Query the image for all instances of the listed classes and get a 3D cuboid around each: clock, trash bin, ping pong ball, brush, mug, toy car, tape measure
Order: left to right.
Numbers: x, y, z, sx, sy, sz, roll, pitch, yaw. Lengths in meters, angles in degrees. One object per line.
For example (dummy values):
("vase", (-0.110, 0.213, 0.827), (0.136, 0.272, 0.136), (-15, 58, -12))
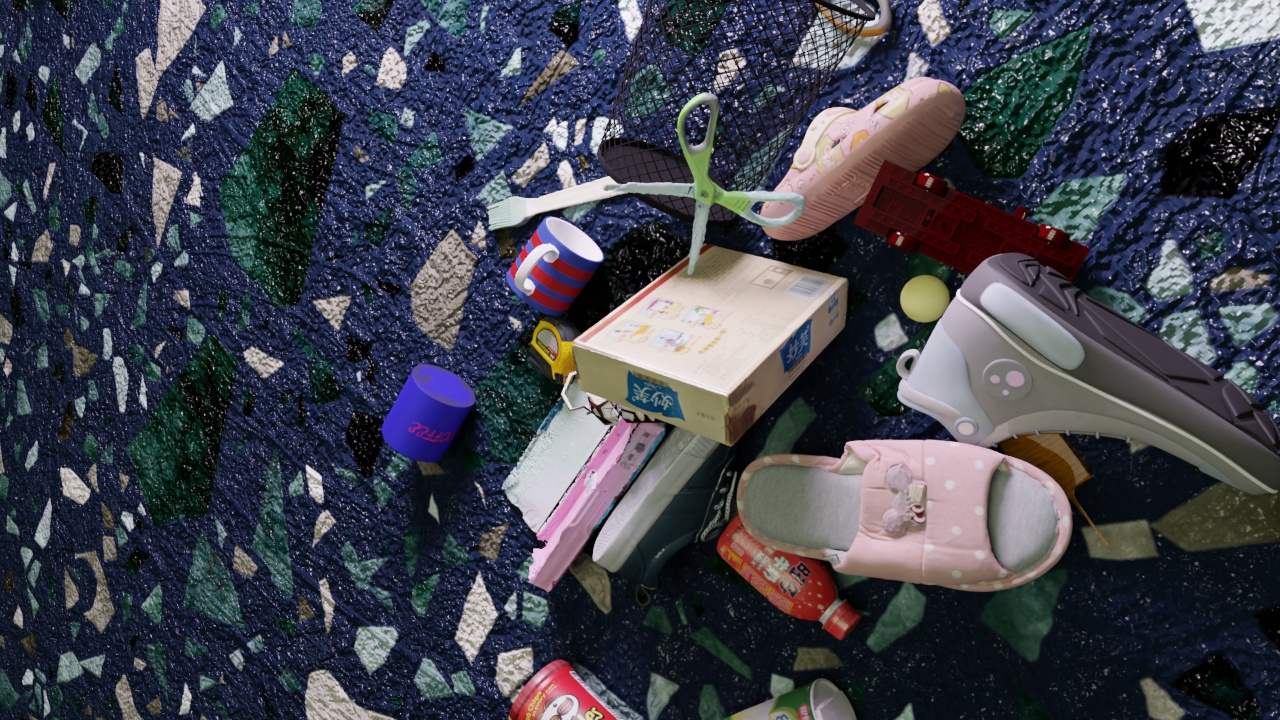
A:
("mug", (-0.252, 0.053, 1.079), (0.084, 0.079, 0.111), (-57, 35, 20))
("mug", (-0.097, -0.095, 0.950), (0.075, 0.111, 0.076), (42, 112, 9))
("tape measure", (-0.087, -0.014, 0.988), (0.065, 0.037, 0.064), (33, 113, 42))
("brush", (-0.082, -0.176, 0.999), (0.218, 0.012, 0.033), (-8, 86, 31))
("clock", (-0.005, 0.006, 0.872), (0.155, 0.114, 0.065), (-16, 126, 7))
("trash bin", (0.068, -0.244, 0.800), (0.184, 0.183, 0.211), (44, 123, 25))
("ping pong ball", (0.240, -0.052, 0.775), (0.040, 0.040, 0.040), (0, 91, 33))
("toy car", (0.263, -0.102, 0.743), (0.170, 0.061, 0.070), (26, 106, 7))
("brush", (0.330, 0.087, 0.732), (0.048, 0.017, 0.126), (-40, 70, 26))

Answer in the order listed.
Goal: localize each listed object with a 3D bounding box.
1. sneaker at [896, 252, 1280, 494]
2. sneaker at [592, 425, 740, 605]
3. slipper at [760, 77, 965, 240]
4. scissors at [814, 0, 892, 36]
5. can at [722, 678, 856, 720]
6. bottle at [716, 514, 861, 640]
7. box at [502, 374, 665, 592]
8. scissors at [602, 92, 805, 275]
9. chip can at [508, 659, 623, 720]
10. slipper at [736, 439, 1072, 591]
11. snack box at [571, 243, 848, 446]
("sneaker", (0.326, 0.045, 0.686), (0.257, 0.092, 0.161), (37, 125, 9))
("sneaker", (0.048, 0.125, 0.875), (0.087, 0.089, 0.236), (35, 97, -9))
("slipper", (0.177, -0.183, 0.789), (0.198, 0.093, 0.081), (-36, 63, 29))
("scissors", (0.160, -0.387, 0.837), (0.225, 0.016, 0.176), (42, 111, 26))
("can", (0.131, 0.341, 0.835), (0.121, 0.067, 0.067), (-35, 72, 29))
("bottle", (0.137, 0.196, 0.833), (0.137, 0.061, 0.062), (39, 110, 25))
("box", (-0.058, 0.112, 0.969), (0.231, 0.061, 0.160), (-56, 36, 21))
("scissors", (0.054, -0.141, 0.769), (0.173, 0.021, 0.172), (2, 133, -2))
("chip can", (-0.031, 0.406, 0.929), (0.213, 0.086, 0.087), (34, 108, 27))
("slipper", (0.191, 0.119, 0.724), (0.275, 0.054, 0.114), (-3, 85, 38))
("snack box", (0.065, -0.023, 0.794), (0.153, 0.206, 0.055), (19, 131, 31))
